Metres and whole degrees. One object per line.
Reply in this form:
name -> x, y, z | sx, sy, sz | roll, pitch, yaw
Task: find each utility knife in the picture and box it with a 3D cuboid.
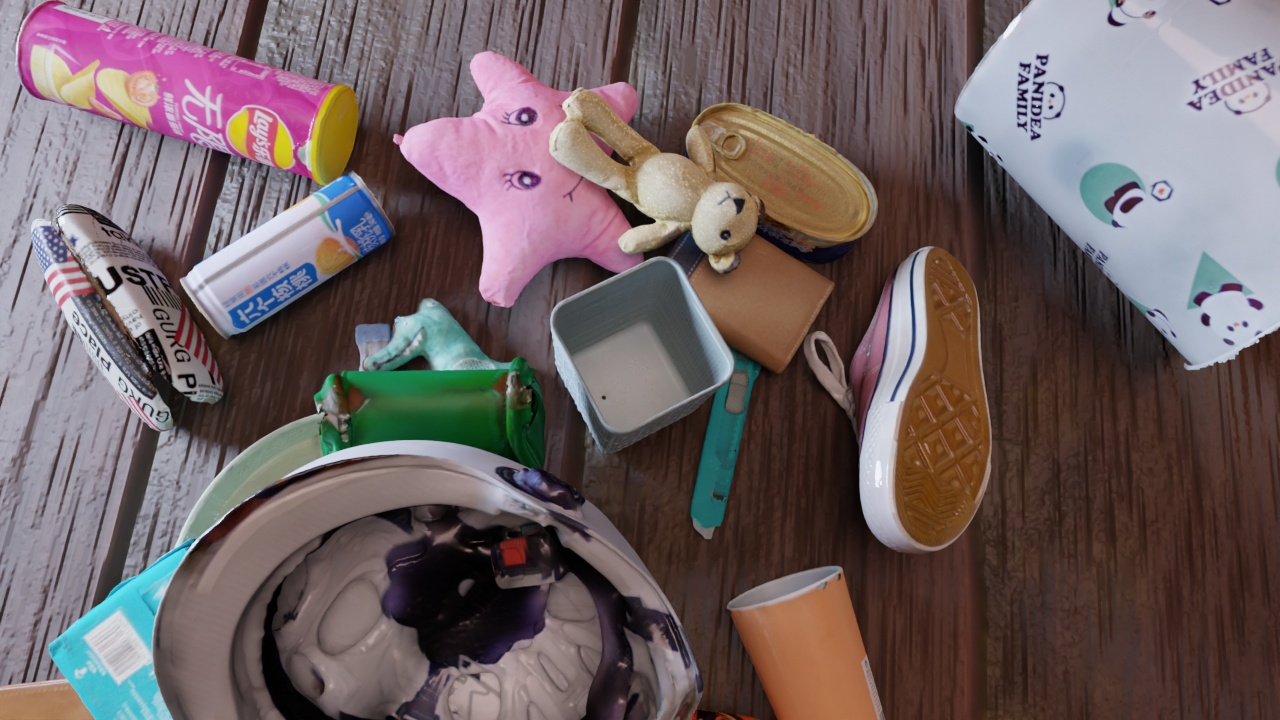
utility knife -> 0.061, 0.048, 0.645 | 0.029, 0.013, 0.157 | 15, 74, -2

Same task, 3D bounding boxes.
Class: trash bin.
trash bin -> 0.378, -0.161, 0.636 | 0.229, 0.230, 0.252 | -39, 77, -15

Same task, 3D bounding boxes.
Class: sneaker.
sneaker -> 0.176, 0.028, 0.627 | 0.118, 0.088, 0.240 | 32, 51, -20

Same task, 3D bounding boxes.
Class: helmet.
helmet -> -0.106, 0.142, 0.489 | 0.258, 0.146, 0.229 | 35, 95, -16

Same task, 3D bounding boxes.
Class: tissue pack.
tissue pack -> -0.257, 0.181, 0.526 | 0.093, 0.050, 0.133 | -38, 82, -16

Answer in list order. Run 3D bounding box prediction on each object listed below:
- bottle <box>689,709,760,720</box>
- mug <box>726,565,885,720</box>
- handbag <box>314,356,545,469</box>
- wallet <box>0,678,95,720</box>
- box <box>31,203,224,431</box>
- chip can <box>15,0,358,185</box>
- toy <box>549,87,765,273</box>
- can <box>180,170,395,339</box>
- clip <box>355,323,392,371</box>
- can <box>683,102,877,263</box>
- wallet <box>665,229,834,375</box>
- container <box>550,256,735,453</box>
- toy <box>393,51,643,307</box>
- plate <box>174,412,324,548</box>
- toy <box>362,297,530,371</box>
bottle -> 0.013, 0.241, 0.566 | 0.149, 0.067, 0.066 | 13, 73, 5
mug -> 0.112, 0.201, 0.580 | 0.078, 0.078, 0.122 | -19, 83, -11
handbag -> -0.122, 0.043, 0.545 | 0.131, 0.120, 0.068 | -3, 68, -6
wallet -> -0.340, 0.254, 0.534 | 0.119, 0.035, 0.130 | -4, 77, -7
box -> -0.347, -0.024, 0.595 | 0.082, 0.075, 0.163 | -35, 83, -3
chip can -> -0.311, -0.186, 0.640 | 0.210, 0.071, 0.071 | 16, 73, -1
toy -> 0.012, -0.123, 0.615 | 0.157, 0.066, 0.105 | 31, 74, -11
can -> -0.238, -0.072, 0.625 | 0.134, 0.053, 0.053 | -36, 81, -14
clip -> -0.183, 0.003, 0.629 | 0.026, 0.038, 0.058 | 1, 77, -9
can -> 0.100, -0.130, 0.680 | 0.148, 0.049, 0.074 | 30, 73, 3
wallet -> 0.072, -0.053, 0.659 | 0.115, 0.033, 0.090 | 31, 65, 4
container -> -0.004, 0.004, 0.599 | 0.090, 0.112, 0.090 | -27, 79, -12
toy -> -0.083, -0.128, 0.644 | 0.178, 0.075, 0.194 | 6, 73, -17
plate -> -0.179, 0.143, 0.586 | 0.230, 0.027, 0.230 | 1, 75, -5
toy -> -0.136, -0.002, 0.627 | 0.096, 0.030, 0.092 | -33, 77, -32
